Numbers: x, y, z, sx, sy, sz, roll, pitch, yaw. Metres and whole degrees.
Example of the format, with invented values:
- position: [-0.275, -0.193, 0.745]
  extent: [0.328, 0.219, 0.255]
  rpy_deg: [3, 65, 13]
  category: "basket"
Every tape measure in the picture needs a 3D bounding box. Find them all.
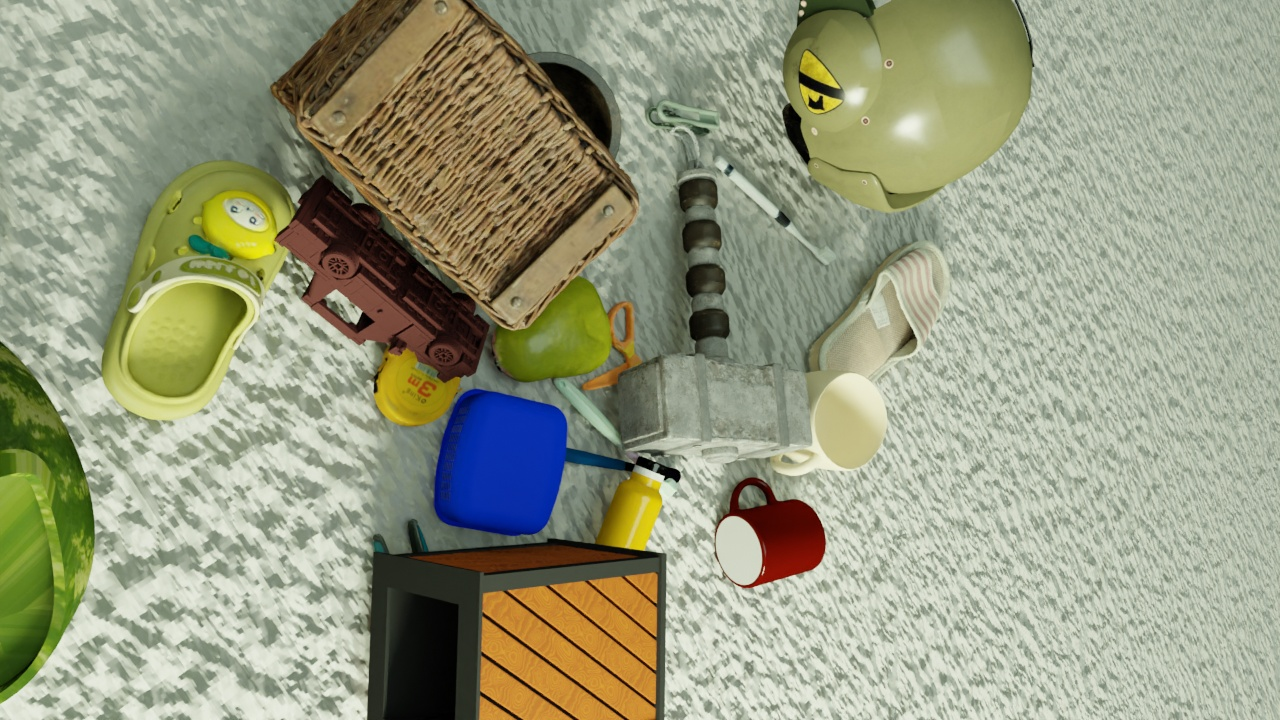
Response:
- position: [-0.179, 0.023, 0.725]
  extent: [0.068, 0.030, 0.058]
  rpy_deg: [32, 68, -22]
  category: "tape measure"

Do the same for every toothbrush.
- position: [-0.031, 0.093, 0.835]
  extent: [0.167, 0.014, 0.014]
  rpy_deg: [15, 77, -32]
  category: "toothbrush"
- position: [0.145, -0.159, 0.975]
  extent: [0.186, 0.017, 0.012]
  rpy_deg: [35, 47, -28]
  category: "toothbrush"
- position: [-0.023, 0.069, 0.830]
  extent: [0.022, 0.015, 0.155]
  rpy_deg: [-45, 104, -7]
  category: "toothbrush"

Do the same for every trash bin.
- position: [-0.091, 0.215, 0.690]
  extent: [0.171, 0.140, 0.139]
  rpy_deg: [6, 83, -44]
  category: "trash bin"

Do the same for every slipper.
- position: [0.285, -0.050, 1.045]
  extent: [0.262, 0.052, 0.115]
  rpy_deg: [-42, 111, -30]
  category: "slipper"
- position: [-0.297, -0.052, 0.619]
  extent: [0.091, 0.082, 0.190]
  rpy_deg: [26, 75, -28]
  category: "slipper"

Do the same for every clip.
- position: [0.041, -0.238, 0.902]
  extent: [0.076, 0.044, 0.023]
  rpy_deg: [1, 81, -35]
  category: "clip"

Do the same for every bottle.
- position: [-0.015, 0.156, 0.808]
  extent: [0.043, 0.043, 0.143]
  rpy_deg: [26, 83, -31]
  category: "bottle"

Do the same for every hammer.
- position: [0.063, -0.066, 0.871]
  extent: [0.176, 0.080, 0.326]
  rpy_deg: [6, 73, -34]
  category: "hammer"

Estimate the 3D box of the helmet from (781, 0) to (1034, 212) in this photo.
- position: [0.243, -0.267, 0.893]
  extent: [0.249, 0.256, 0.233]
  rpy_deg: [-33, 102, -31]
  category: "helmet"

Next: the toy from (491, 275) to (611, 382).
- position: [-0.077, -0.024, 0.788]
  extent: [0.109, 0.051, 0.090]
  rpy_deg: [-23, 97, -32]
  category: "toy"

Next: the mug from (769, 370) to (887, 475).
- position: [0.173, 0.068, 0.928]
  extent: [0.096, 0.100, 0.120]
  rpy_deg: [48, 68, -20]
  category: "mug"

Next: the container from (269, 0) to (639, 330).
- position: [-0.121, -0.149, 0.656]
  extent: [0.162, 0.183, 0.250]
  rpy_deg: [-44, 114, 1]
  category: "container"

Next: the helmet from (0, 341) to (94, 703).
- position: [-0.403, 0.064, 0.440]
  extent: [0.243, 0.247, 0.213]
  rpy_deg: [42, 83, 18]
  category: "helmet"

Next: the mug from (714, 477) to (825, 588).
- position: [0.121, 0.165, 0.909]
  extent: [0.082, 0.073, 0.105]
  rpy_deg: [-5, 61, -35]
  category: "mug"

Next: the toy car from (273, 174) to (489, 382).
- position: [-0.193, -0.051, 0.681]
  extent: [0.170, 0.062, 0.070]
  rpy_deg: [45, 33, -31]
  category: "toy car"

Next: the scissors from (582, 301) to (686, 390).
- position: [-0.002, 0.007, 0.863]
  extent: [0.131, 0.011, 0.125]
  rpy_deg: [1, 85, -35]
  category: "scissors"

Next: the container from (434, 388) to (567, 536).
- position: [-0.110, 0.083, 0.743]
  extent: [0.096, 0.058, 0.114]
  rpy_deg: [15, 79, -23]
  category: "container"

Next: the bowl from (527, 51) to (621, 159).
- position: [-0.082, -0.199, 0.787]
  extent: [0.121, 0.056, 0.121]
  rpy_deg: [-3, 104, -15]
  category: "bowl"

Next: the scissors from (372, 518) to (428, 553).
- position: [-0.172, 0.196, 0.725]
  extent: [0.133, 0.019, 0.145]
  rpy_deg: [40, 60, -31]
  category: "scissors"
